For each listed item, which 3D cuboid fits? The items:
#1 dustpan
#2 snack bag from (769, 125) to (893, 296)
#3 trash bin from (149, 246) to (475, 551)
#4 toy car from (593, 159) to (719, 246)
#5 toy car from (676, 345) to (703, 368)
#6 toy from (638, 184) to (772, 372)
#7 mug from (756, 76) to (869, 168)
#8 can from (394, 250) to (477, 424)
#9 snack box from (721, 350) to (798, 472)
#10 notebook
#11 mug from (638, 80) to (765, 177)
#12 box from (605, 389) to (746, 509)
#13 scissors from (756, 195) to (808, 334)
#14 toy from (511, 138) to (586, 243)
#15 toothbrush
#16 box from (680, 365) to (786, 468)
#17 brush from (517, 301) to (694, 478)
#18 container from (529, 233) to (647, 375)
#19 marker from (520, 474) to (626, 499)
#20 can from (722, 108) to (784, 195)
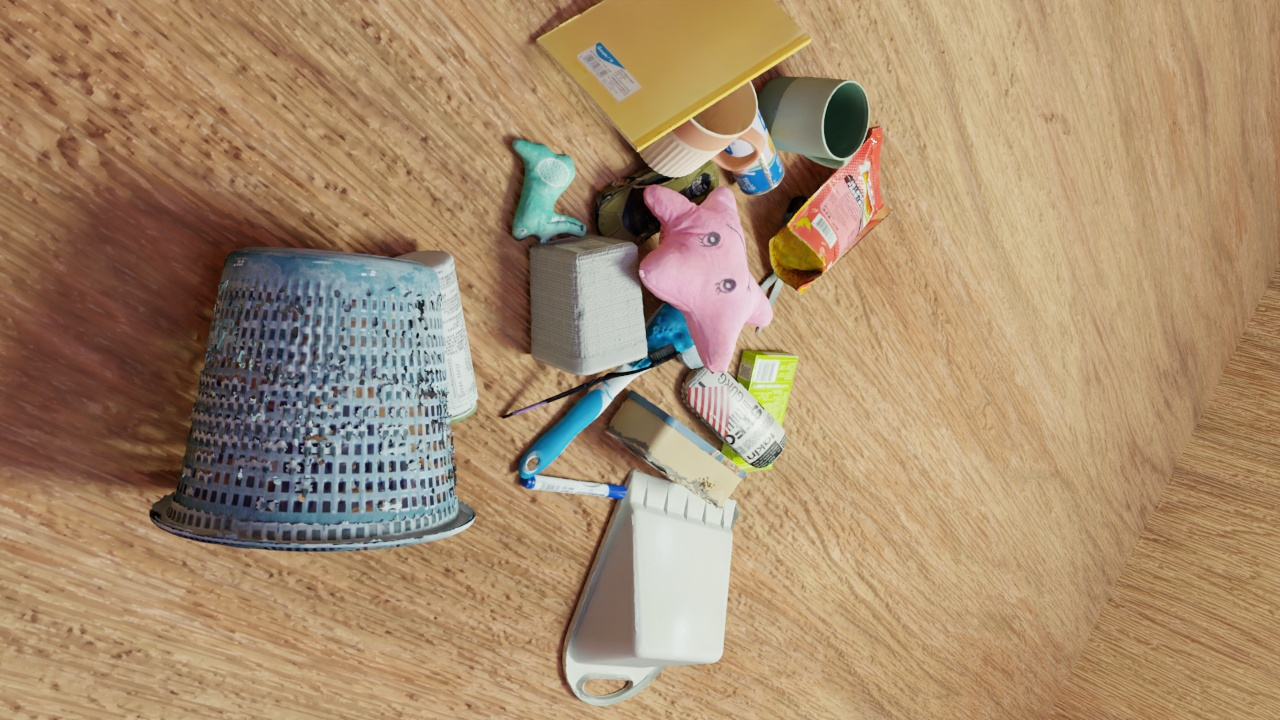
[{"bbox_3d":[0.002,0.290,1.131,0.222,0.143,0.257,24,60,-46],"label":"dustpan"},{"bbox_3d":[0.242,-0.179,1.113,0.207,0.073,0.129,-46,136,-27],"label":"snack bag"},{"bbox_3d":[-0.229,0.020,0.679,0.226,0.227,0.195,3,92,-44],"label":"trash bin"},{"bbox_3d":[0.019,-0.165,0.942,0.157,0.042,0.070,-33,126,-27],"label":"toy car"},{"bbox_3d":[0.087,-0.041,1.058,0.120,0.037,0.054,-45,132,-18],"label":"toy car"},{"bbox_3d":[0.060,-0.082,0.903,0.178,0.075,0.194,-14,86,-45],"label":"toy"},{"bbox_3d":[0.190,-0.259,1.015,0.082,0.106,0.112,-53,133,-16],"label":"mug"},{"bbox_3d":[-0.180,-0.020,0.799,0.058,0.058,0.147,-25,122,-34],"label":"can"},{"bbox_3d":[0.149,0.065,1.165,0.085,0.026,0.156,-1,107,-42],"label":"snack box"},{"bbox_3d":[0.032,-0.288,0.824,0.206,0.146,0.010,-36,166,-17],"label":"notebook"},{"bbox_3d":[0.062,-0.224,0.883,0.114,0.106,0.081,30,69,-15],"label":"mug"},{"bbox_3d":[0.038,0.100,1.031,0.060,0.090,0.184,-54,136,-5],"label":"box"},{"bbox_3d":[0.180,-0.120,1.132,0.159,0.014,0.178,-13,117,-38],"label":"scissors"},{"bbox_3d":[-0.087,-0.150,0.852,0.096,0.030,0.092,13,101,-32],"label":"toy"},{"bbox_3d":[-0.050,0.022,0.909,0.189,0.014,0.017,-20,95,0],"label":"toothbrush"},{"bbox_3d":[0.115,0.067,1.095,0.070,0.055,0.164,-44,116,10],"label":"box"},{"bbox_3d":[-0.006,0.006,0.962,0.060,0.110,0.313,47,63,-4],"label":"brush"},{"bbox_3d":[-0.052,-0.058,0.885,0.090,0.090,0.114,-18,114,-38],"label":"container"},{"bbox_3d":[-0.070,0.137,0.995,0.145,0.017,0.017,15,96,-45],"label":"marker"},{"bbox_3d":[0.108,-0.244,0.982,0.053,0.053,0.134,-50,133,-17],"label":"can"}]
